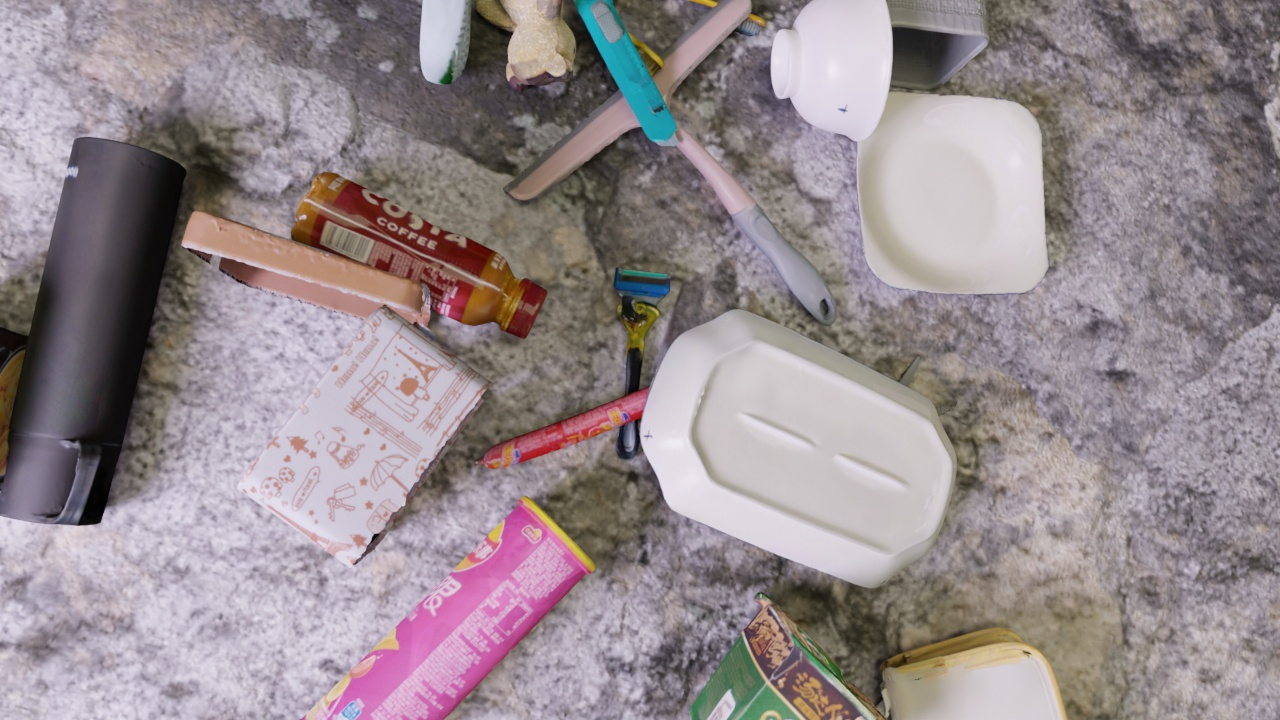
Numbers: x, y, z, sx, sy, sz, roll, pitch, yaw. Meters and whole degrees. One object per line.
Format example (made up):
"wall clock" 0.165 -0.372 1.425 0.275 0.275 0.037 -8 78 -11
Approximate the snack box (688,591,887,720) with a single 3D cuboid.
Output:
"snack box" 0.097 0.249 0.639 0.105 0.118 0.117 -44 94 -2

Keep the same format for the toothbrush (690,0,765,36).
"toothbrush" 0.008 -0.292 0.723 0.191 0.016 0.018 15 90 -10

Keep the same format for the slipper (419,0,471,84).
"slipper" -0.156 -0.321 0.653 0.074 0.104 0.245 -1 90 -9

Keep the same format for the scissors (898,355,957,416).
"scissors" 0.173 0.072 0.719 0.159 0.014 0.175 8 80 -12

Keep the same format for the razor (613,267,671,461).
"razor" -0.004 0.004 0.685 0.042 0.022 0.142 5 89 -1

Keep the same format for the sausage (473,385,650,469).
"sausage" -0.046 0.049 0.663 0.156 0.020 0.020 -21 88 -2

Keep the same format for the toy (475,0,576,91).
"toy" -0.078 -0.280 0.669 0.066 0.105 0.157 -15 105 -46

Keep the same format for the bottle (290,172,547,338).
"bottle" -0.152 -0.069 0.646 0.175 0.057 0.057 26 80 -7

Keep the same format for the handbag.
"handbag" 0.226 0.297 0.687 0.179 0.063 0.163 -14 86 3

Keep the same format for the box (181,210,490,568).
"box" -0.201 0.004 0.565 0.193 0.183 0.156 35 78 -6

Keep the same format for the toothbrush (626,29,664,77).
"toothbrush" -0.057 -0.283 0.699 0.190 0.015 0.016 42 89 2

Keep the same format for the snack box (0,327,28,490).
"snack box" -0.419 0.016 0.557 0.053 0.113 0.125 12 82 -11

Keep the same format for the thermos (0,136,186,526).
"thermos" -0.348 -0.017 0.590 0.068 0.090 0.242 16 79 -50

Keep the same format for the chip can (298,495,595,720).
"chip can" -0.129 0.189 0.617 0.210 0.071 0.071 -44 93 -11

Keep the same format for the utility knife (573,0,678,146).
"utility knife" -0.013 -0.226 0.680 0.029 0.013 0.157 -28 87 2

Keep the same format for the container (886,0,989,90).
"container" 0.213 -0.290 0.726 0.090 0.090 0.114 3 80 -11

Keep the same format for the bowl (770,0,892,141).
"bowl" 0.136 -0.224 0.689 0.064 0.118 0.118 -5 85 -8

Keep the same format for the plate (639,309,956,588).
"plate" 0.129 0.066 0.674 0.265 0.034 0.162 25 78 -16

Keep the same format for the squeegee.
"squeegee" 0.072 -0.122 0.702 0.247 0.040 0.249 -43 96 -9

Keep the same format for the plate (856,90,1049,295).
"plate" 0.247 -0.132 0.741 0.163 0.034 0.164 1 84 -11
